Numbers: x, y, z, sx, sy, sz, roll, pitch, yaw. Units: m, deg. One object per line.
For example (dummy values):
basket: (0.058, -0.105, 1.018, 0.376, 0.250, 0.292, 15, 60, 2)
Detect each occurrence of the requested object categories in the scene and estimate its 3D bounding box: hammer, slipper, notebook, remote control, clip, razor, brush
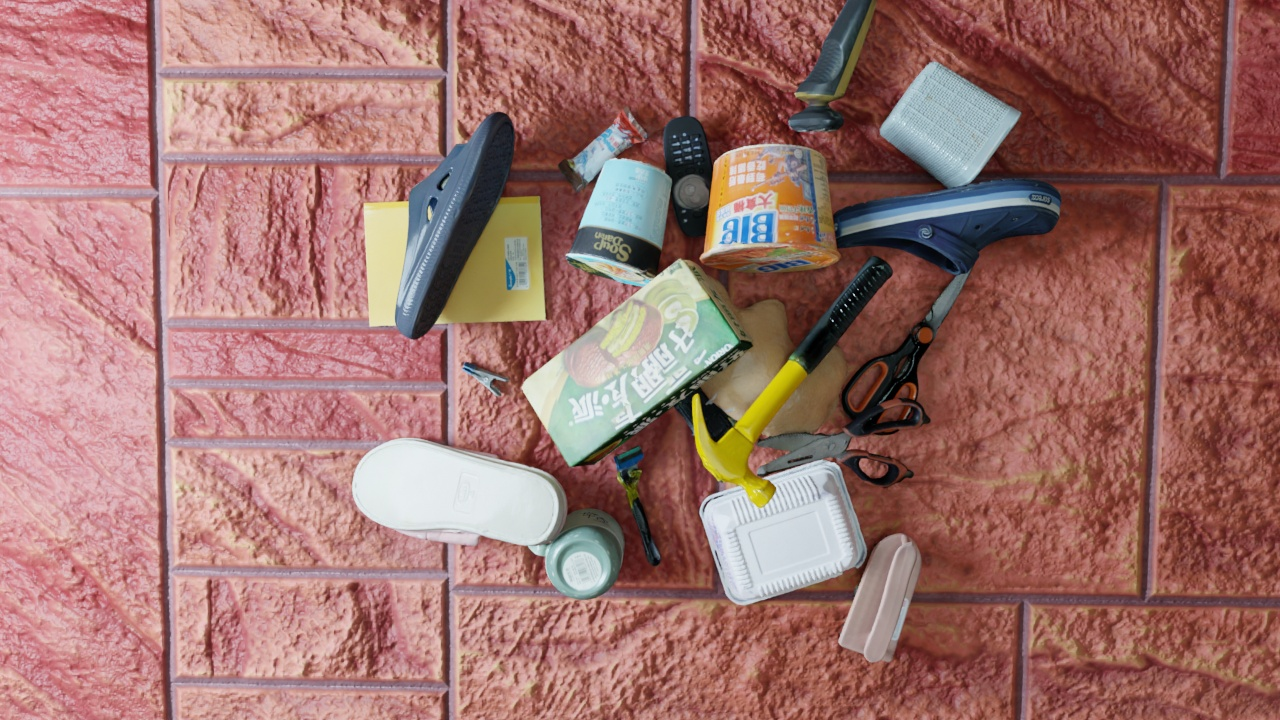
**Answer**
hammer: (0.169, 0.005, 0.977, 0.129, 0.033, 0.300, 41, 78, 2)
slipper: (-0.204, 0.152, 1.041, 0.275, 0.054, 0.114, 4, 84, 21)
notebook: (-0.215, -0.114, 1.064, 0.206, 0.010, 0.146, -2, 93, 1)
remote control: (0.057, -0.208, 1.045, 0.053, 0.024, 0.136, -10, 94, 0)
clip: (-0.182, 0.021, 1.067, 0.057, 0.024, 0.028, 30, 97, -7)
slipper: (0.336, -0.140, 1.002, 0.253, 0.105, 0.095, -5, 92, 2)
razor: (-0.002, 0.173, 1.073, 0.042, 0.022, 0.143, -21, 98, -42)
razor: (0.221, -0.329, 1.025, 0.067, 0.062, 0.167, 24, 88, -31)
brush: (0.280, 0.267, 1.046, 0.063, 0.073, 0.145, 19, 92, 1)
slipper: (-0.222, -0.156, 1.004, 0.083, 0.110, 0.268, 25, 95, 3)

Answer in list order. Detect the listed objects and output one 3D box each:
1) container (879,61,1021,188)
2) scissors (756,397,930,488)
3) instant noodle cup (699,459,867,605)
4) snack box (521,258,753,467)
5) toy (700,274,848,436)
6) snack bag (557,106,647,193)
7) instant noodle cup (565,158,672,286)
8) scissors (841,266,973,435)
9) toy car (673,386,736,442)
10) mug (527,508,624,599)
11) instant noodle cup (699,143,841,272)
container: (0.334, -0.258, 1.005, 0.111, 0.090, 0.090, 36, 93, 2)
scissors: (0.230, 0.101, 1.025, 0.197, 0.015, 0.214, -47, 118, -3)
instant noodle cup: (0.167, 0.203, 1.052, 0.173, 0.060, 0.138, -18, 93, 4)
snack box: (-0.006, 0.006, 1.004, 0.240, 0.063, 0.114, -37, 75, 16)
toy: (0.122, -0.004, 1.033, 0.226, 0.083, 0.143, 38, 74, 1)
snack bag: (-0.043, -0.239, 1.045, 0.104, 0.026, 0.048, -36, 78, 2)
instant noodle cup: (-0.015, -0.154, 1.015, 0.111, 0.111, 0.120, 16, 86, 0)
scissors: (0.328, -0.011, 1.058, 0.235, 0.021, 0.125, -38, 101, -2)
toy car: (0.069, 0.059, 1.053, 0.048, 0.031, 0.105, -36, 89, -25)
mug: (-0.075, 0.214, 1.033, 0.112, 0.106, 0.082, 15, 94, 1)
instant noodle cup: (0.139, -0.162, 0.990, 0.151, 0.151, 0.111, 1, 85, 1)
